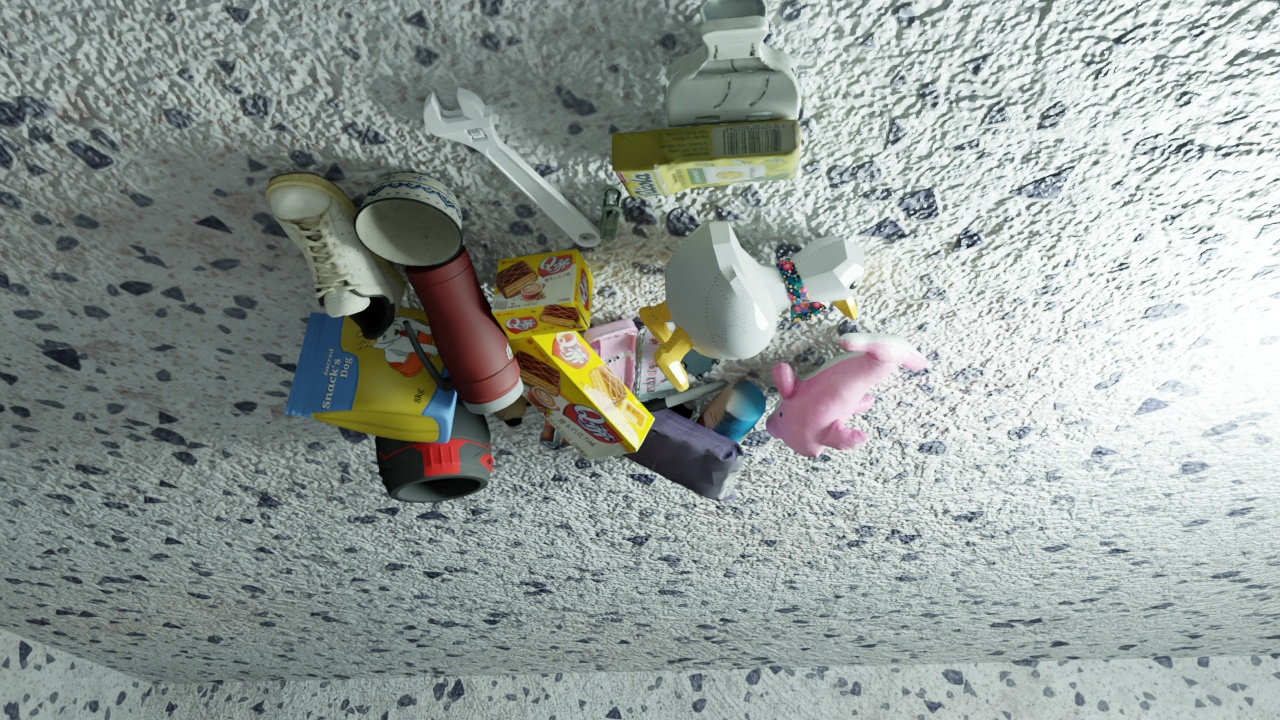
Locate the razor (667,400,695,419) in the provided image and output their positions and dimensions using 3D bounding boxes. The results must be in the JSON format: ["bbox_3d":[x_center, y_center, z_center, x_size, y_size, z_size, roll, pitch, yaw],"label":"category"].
[{"bbox_3d":[0.043,0.104,1.437,0.060,0.057,0.157,-34,163,-32],"label":"razor"}]

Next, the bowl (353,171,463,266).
[{"bbox_3d":[-0.250,-0.161,1.005,0.115,0.059,0.116,1,148,0],"label":"bowl"}]

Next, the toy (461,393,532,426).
[{"bbox_3d":[-0.194,0.038,1.300,0.134,0.105,0.108,-17,155,33],"label":"toy"}]

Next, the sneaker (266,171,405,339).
[{"bbox_3d":[-0.352,-0.108,1.053,0.089,0.102,0.242,-8,146,14],"label":"sneaker"}]

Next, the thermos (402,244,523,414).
[{"bbox_3d":[-0.222,-0.031,1.112,0.108,0.084,0.199,-24,119,-11],"label":"thermos"}]

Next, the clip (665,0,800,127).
[{"bbox_3d":[0.085,-0.254,0.834,0.126,0.091,0.151,-3,158,2],"label":"clip"}]

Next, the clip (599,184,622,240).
[{"bbox_3d":[-0.034,-0.163,1.028,0.023,0.035,0.074,3,154,-6],"label":"clip"}]

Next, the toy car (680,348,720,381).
[{"bbox_3d":[0.074,-0.003,1.246,0.046,0.034,0.112,-44,154,7],"label":"toy car"}]

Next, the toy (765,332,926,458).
[{"bbox_3d":[0.278,0.063,1.292,0.186,0.127,0.266,16,138,-30],"label":"toy"}]

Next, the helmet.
[{"bbox_3d":[-0.303,0.113,1.343,0.164,0.169,0.265,-4,162,-16],"label":"helmet"}]

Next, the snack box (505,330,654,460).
[{"bbox_3d":[-0.095,0.033,1.225,0.110,0.061,0.230,-16,125,44],"label":"snack box"}]

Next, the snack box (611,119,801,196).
[{"bbox_3d":[0.068,-0.197,0.906,0.181,0.045,0.121,-3,178,7],"label":"snack box"}]

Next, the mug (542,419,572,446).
[{"bbox_3d":[-0.093,0.100,1.420,0.111,0.081,0.117,8,168,-5],"label":"mug"}]

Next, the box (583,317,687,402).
[{"bbox_3d":[-0.008,0.005,1.293,0.154,0.044,0.202,-13,150,-11],"label":"box"}]

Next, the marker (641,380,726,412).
[{"bbox_3d":[0.060,0.053,1.358,0.138,0.016,0.022,-18,134,0],"label":"marker"}]

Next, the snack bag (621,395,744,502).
[{"bbox_3d":[0.056,0.137,1.376,0.205,0.058,0.097,25,127,18],"label":"snack bag"}]

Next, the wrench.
[{"bbox_3d":[-0.126,-0.197,0.984,0.066,0.018,0.273,-17,145,28],"label":"wrench"}]

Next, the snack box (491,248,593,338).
[{"bbox_3d":[-0.117,-0.080,1.110,0.106,0.083,0.061,-6,146,13],"label":"snack box"}]

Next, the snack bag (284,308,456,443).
[{"bbox_3d":[-0.342,0.014,1.199,0.205,0.158,0.102,7,150,-7],"label":"snack bag"}]

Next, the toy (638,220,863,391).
[{"bbox_3d":[0.126,-0.080,1.064,0.268,0.140,0.246,-30,138,15],"label":"toy"}]

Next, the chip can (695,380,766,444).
[{"bbox_3d":[0.119,0.115,1.426,0.079,0.079,0.230,9,146,-13],"label":"chip can"}]
